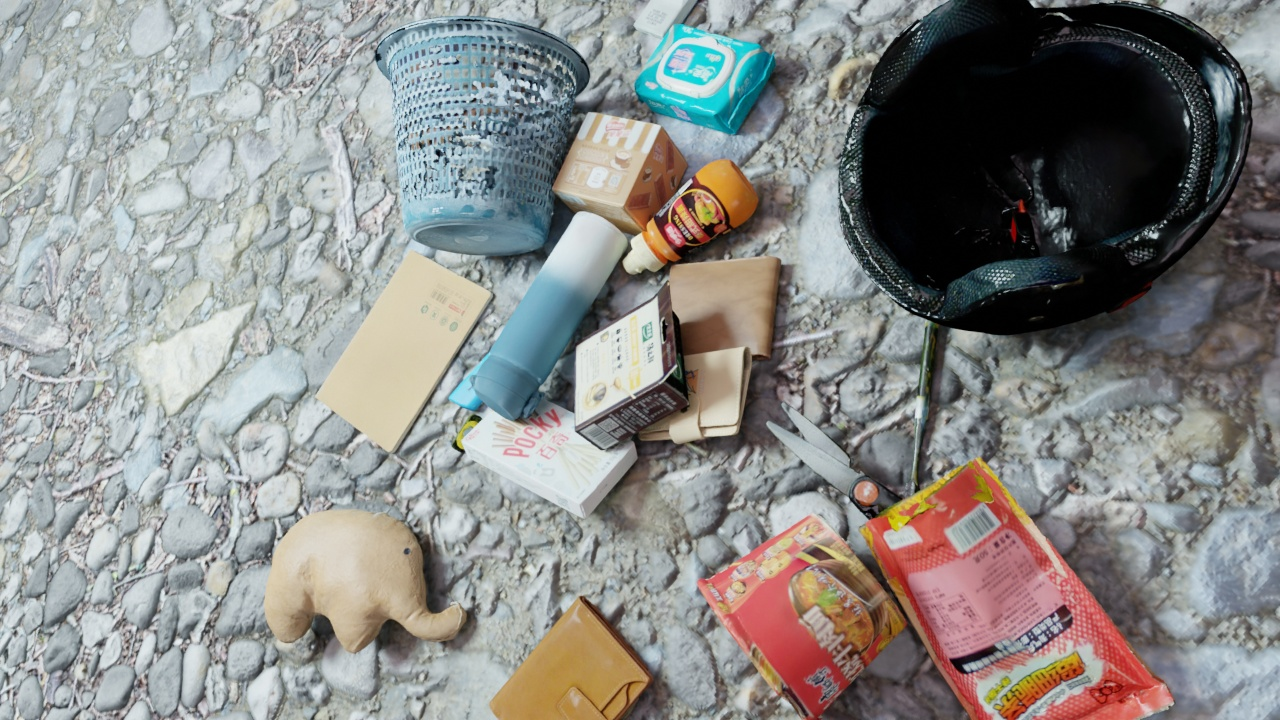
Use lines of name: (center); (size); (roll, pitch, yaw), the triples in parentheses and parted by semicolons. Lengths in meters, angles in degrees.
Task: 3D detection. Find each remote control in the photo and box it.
remote control: (0.045, -0.420, 1.041); (0.049, 0.024, 0.125); (32, 87, 32)

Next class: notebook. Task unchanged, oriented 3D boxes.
notebook: (-0.271, -0.015, 1.044); (0.148, 0.008, 0.207); (28, 84, 32)

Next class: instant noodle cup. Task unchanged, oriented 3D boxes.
instant noodle cup: (0.126, 0.191, 0.705); (0.108, 0.138, 0.138); (-39, 58, -3)

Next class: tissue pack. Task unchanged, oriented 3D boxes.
tissue pack: (0.069, -0.296, 0.965); (0.133, 0.050, 0.093); (26, 82, 31)

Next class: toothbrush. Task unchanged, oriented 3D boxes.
toothbrush: (0.237, 0.034, 0.773); (0.012, 0.017, 0.185); (3, 73, 28)

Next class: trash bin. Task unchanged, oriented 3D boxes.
trash bin: (-0.169, -0.220, 0.973); (0.227, 0.226, 0.195); (-2, 83, 25)

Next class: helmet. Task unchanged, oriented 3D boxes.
helmet: (0.290, -0.137, 0.692); (0.275, 0.230, 0.233); (-17, 78, 20)

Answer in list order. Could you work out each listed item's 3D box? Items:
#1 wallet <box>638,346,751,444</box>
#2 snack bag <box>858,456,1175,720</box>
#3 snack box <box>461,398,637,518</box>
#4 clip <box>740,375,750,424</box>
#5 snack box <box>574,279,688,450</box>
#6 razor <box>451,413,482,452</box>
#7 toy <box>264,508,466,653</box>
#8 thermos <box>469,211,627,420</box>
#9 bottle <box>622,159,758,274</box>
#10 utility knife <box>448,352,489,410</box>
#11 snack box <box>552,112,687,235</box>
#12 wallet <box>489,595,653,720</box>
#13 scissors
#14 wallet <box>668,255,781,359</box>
wallet: (0.046, 0.034, 0.846); (0.115, 0.024, 0.087); (-8, 66, 37)
snack bag: (0.259, 0.183, 0.660); (0.129, 0.073, 0.208); (-37, 77, 18)
snack box: (-0.089, 0.086, 0.886); (0.157, 0.027, 0.084); (22, 54, 30)
clip: (0.088, 0.030, 0.844); (0.026, 0.024, 0.056); (-6, 64, 21)
snack box: (-0.005, 0.005, 0.852); (0.126, 0.053, 0.113); (-29, 42, 25)
razor: (-0.137, 0.100, 0.924); (0.132, 0.028, 0.043); (30, 82, 30)
toy: (-0.276, 0.218, 0.917); (0.226, 0.082, 0.143); (0, 75, 23)
thermos: (-0.090, -0.044, 0.916); (0.070, 0.070, 0.220); (19, 70, 30)
bottle: (0.043, -0.134, 0.911); (0.150, 0.066, 0.066); (-36, 59, 17)
utility knife: (-0.127, -0.027, 0.974); (0.203, 0.018, 0.034); (-50, 57, -1)
snack box: (-0.020, -0.191, 0.951); (0.093, 0.077, 0.094); (19, 80, 30)
wallet: (-0.062, 0.293, 0.810); (0.132, 0.031, 0.108); (-50, 57, 2)
scissors: (0.184, 0.128, 0.737); (0.234, 0.021, 0.161); (17, 84, 20)
wallet: (0.076, -0.050, 0.884); (0.115, 0.020, 0.101); (0, 71, 29)
